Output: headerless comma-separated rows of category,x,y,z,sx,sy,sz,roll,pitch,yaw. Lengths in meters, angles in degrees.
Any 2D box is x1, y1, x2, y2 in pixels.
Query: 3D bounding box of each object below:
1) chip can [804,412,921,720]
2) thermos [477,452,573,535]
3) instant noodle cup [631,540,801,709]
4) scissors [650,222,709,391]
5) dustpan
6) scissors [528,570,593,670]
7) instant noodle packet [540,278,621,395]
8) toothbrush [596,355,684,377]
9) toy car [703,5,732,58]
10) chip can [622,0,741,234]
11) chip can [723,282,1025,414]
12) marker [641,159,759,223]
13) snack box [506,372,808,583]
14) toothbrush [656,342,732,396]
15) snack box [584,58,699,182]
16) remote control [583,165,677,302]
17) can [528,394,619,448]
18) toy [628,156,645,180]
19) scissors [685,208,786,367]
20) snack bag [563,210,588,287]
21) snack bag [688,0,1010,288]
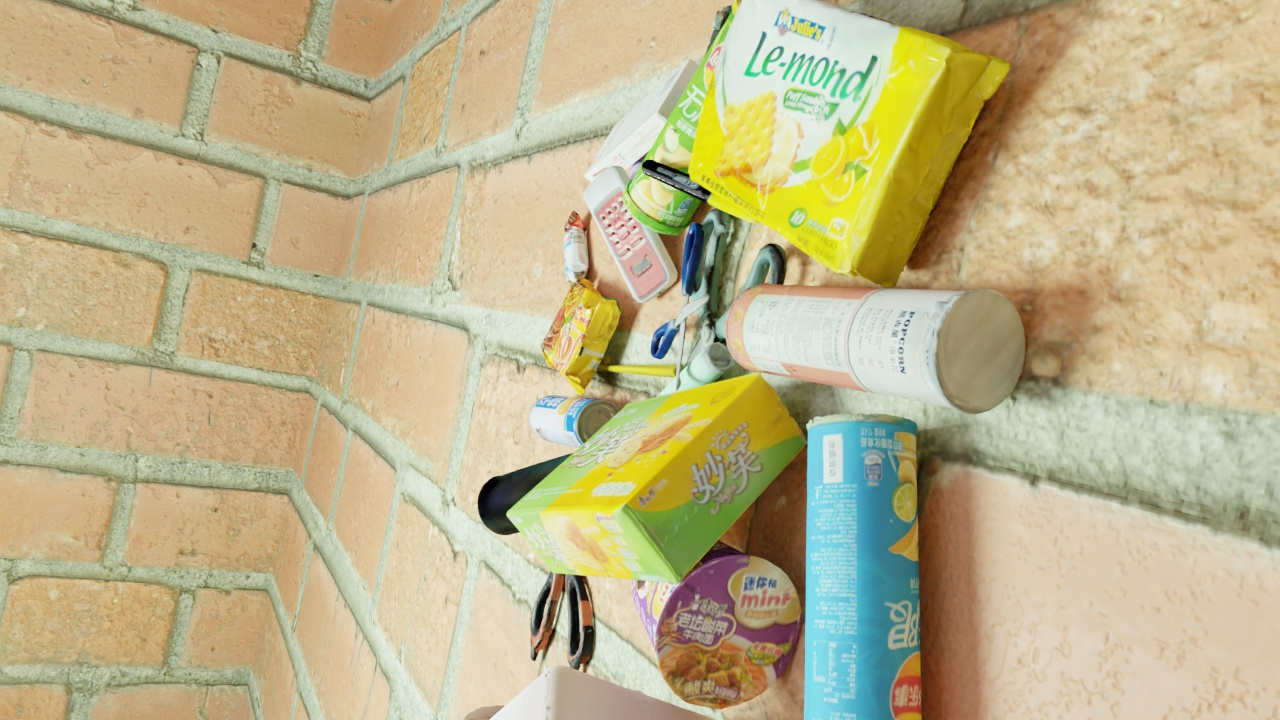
chip can,0.135,0.141,0.557,0.071,0.071,0.210,-22,60,57
thermos,-0.088,0.139,0.934,0.243,0.068,0.089,-23,26,51
instant noodle cup,0.046,0.179,0.675,0.099,0.111,0.111,-152,76,-68
scissors,0.035,-0.042,0.809,0.163,0.012,0.172,121,159,-56
dustpan,-0.024,0.333,0.634,0.139,0.222,0.273,-49,25,23
scissors,-0.081,0.227,0.974,0.189,0.015,0.227,42,115,58
instant noodle packet,-0.066,-0.029,0.996,0.111,0.044,0.128,-68,22,8
toothbrush,-0.005,0.005,0.914,0.190,0.015,0.016,3,77,64
toy car,0.080,-0.281,0.850,0.034,0.043,0.091,-57,-15,-70
chip can,0.061,-0.211,0.824,0.222,0.072,0.072,-55,36,37
chip can,0.140,-0.015,0.604,0.215,0.071,0.071,11,90,62
marker,0.053,-0.149,0.798,0.124,0.015,0.018,28,74,21
snack box,0.006,0.094,0.721,0.157,0.070,0.211,-41,12,-29
toothbrush,0.021,0.044,0.834,0.027,0.026,0.225,50,145,6
snack box,0.003,-0.244,0.958,0.157,0.027,0.084,-25,34,57
remote control,-0.011,-0.126,0.913,0.056,0.020,0.136,-34,77,40
can,-0.072,0.065,0.980,0.135,0.053,0.053,1,80,61
toy,0.000,-0.159,0.947,0.084,0.039,0.108,-149,74,-71
scissors,0.078,-0.056,0.783,0.181,0.019,0.170,-10,72,64
snack bag,-0.077,-0.126,1.092,0.048,0.026,0.104,124,147,-56
snack bag,0.131,-0.167,0.656,0.246,0.068,0.158,45,122,47
